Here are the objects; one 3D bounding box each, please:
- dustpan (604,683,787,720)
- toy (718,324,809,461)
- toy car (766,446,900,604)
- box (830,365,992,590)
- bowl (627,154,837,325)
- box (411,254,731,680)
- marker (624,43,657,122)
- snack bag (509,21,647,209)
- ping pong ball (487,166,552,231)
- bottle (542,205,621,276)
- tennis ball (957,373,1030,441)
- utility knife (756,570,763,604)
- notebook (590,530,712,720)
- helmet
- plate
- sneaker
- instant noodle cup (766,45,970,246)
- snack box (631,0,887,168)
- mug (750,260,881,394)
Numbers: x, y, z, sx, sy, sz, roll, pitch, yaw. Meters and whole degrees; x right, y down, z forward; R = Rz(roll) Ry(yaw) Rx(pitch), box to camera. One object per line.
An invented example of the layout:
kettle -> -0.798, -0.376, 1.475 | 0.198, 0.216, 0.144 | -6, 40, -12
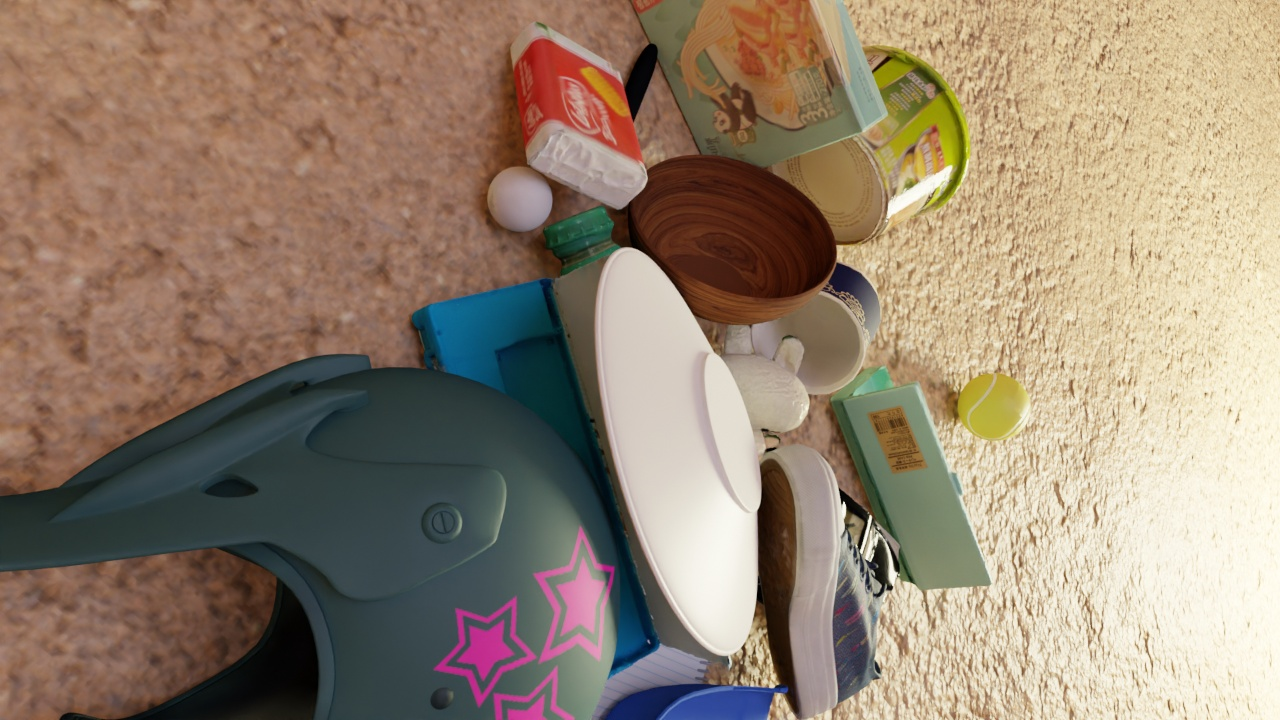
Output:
dustpan -> -0.019, 0.282, 0.541 | 0.257, 0.060, 0.245 | 31, 65, -28
toy -> 0.079, 0.027, 0.665 | 0.087, 0.050, 0.112 | 11, 73, -3
toy car -> 0.135, 0.128, 0.698 | 0.191, 0.071, 0.094 | 41, 62, -30
box -> 0.240, 0.098, 0.774 | 0.077, 0.093, 0.188 | -31, 103, -37
bowl -> 0.057, -0.072, 0.647 | 0.147, 0.069, 0.147 | 9, 48, -10
box -> -0.035, 0.070, 0.524 | 0.093, 0.115, 0.243 | -18, 92, -38
marker -> -0.010, -0.173, 0.650 | 0.015, 0.018, 0.133 | 77, 30, -64
snack bag -> -0.040, -0.155, 0.581 | 0.077, 0.036, 0.115 | 20, 44, -36
ping pong ball -> -0.075, -0.100, 0.571 | 0.040, 0.040, 0.040 | 6, 80, -39
bottle -> -0.004, 0.003, 0.599 | 0.067, 0.068, 0.210 | -32, 104, -38
tennis ball -> 0.339, 0.045, 0.880 | 0.065, 0.065, 0.065 | 6, 80, -39
utility knife -> 0.090, 0.165, 0.681 | 0.172, 0.029, 0.020 | 41, 39, -29
notebook -> -0.035, 0.231, 0.580 | 0.178, 0.013, 0.245 | 32, 65, -30
helmet -> -0.143, 0.099, 0.408 | 0.274, 0.177, 0.200 | -11, 96, -26
plate -> 0.038, 0.043, 0.509 | 0.229, 0.030, 0.229 | -16, 90, -72
sneaker -> 0.127, 0.147, 0.624 | 0.079, 0.087, 0.236 | -15, 124, -8
instant noodle cup -> 0.173, -0.163, 0.726 | 0.097, 0.146, 0.146 | -37, 108, -26
snack box -> 0.073, -0.235, 0.646 | 0.044, 0.142, 0.193 | -38, 108, -36
mug -> 0.138, -0.022, 0.716 | 0.089, 0.086, 0.112 | -45, 158, -53
